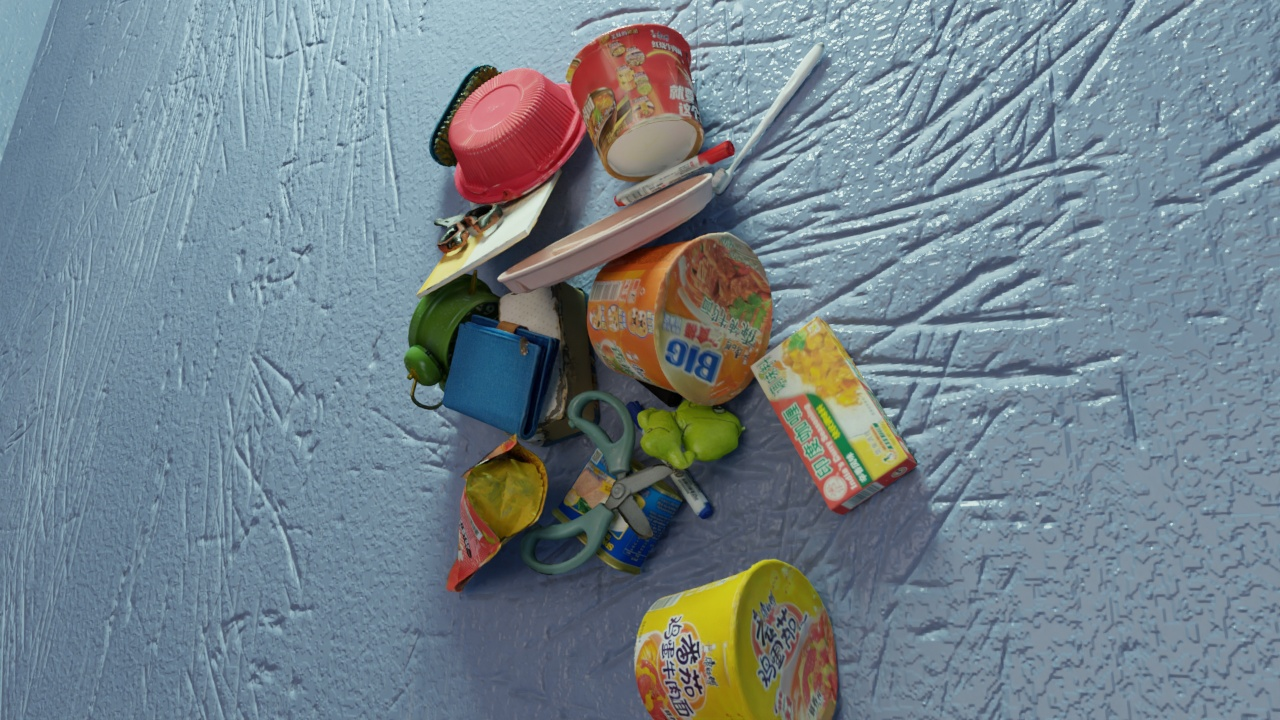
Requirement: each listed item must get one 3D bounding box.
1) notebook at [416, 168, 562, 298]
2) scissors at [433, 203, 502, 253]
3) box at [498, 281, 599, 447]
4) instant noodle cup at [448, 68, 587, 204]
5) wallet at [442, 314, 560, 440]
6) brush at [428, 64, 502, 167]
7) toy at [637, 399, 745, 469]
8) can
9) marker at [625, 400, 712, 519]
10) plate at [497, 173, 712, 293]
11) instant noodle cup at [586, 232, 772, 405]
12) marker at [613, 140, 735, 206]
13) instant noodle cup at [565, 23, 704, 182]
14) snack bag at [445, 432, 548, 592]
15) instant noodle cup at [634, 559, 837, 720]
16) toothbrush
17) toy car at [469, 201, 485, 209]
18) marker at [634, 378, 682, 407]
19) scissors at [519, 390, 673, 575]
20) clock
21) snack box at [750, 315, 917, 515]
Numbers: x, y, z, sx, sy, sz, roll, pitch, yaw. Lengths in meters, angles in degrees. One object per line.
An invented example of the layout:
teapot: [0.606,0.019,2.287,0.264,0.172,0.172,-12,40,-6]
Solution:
notebook: [-0.163,-0.146,1.020,0.146,0.010,0.205,-27,24,20]
scissors: [-0.225,-0.154,1.088,0.210,0.015,0.181,-18,29,37]
box: [-0.099,-0.006,0.967,0.090,0.063,0.184,-19,60,29]
instant noodle cup: [-0.156,-0.277,1.084,0.194,0.066,0.193,-19,48,22]
wallet: [-0.143,0.013,0.927,0.133,0.040,0.106,16,92,41]
brush: [-0.228,-0.318,1.190,0.144,0.055,0.073,-60,33,2]
toy: [0.046,0.064,0.816,0.096,0.100,0.031,-97,20,-51]
can: [-0.021,0.136,0.856,0.102,0.057,0.083,34,92,40]
marker: [0.025,0.092,0.864,0.017,0.017,0.145,-46,52,13]
plate: [-0.031,-0.120,0.889,0.230,0.228,0.028,-19,103,30]
instant noodle cup: [0.031,-0.041,0.835,0.112,0.151,0.151,8,77,47]
marker: [0.033,-0.192,0.951,0.146,0.017,0.017,-19,62,33]
instant noodle cup: [0.002,-0.260,0.951,0.138,0.137,0.108,-27,66,26]
snack bag: [-0.154,0.149,0.897,0.208,0.073,0.128,135,142,-60]
instant noodle cup: [0.070,0.231,0.708,0.110,0.138,0.137,-22,60,37]
toothbrush: [0.127,-0.244,0.921,0.180,0.016,0.016,-53,52,7]
toy car: [-0.199,-0.228,1.147,0.049,0.031,0.105,-32,55,21]
marker: [-0.005,0.005,0.918,0.132,0.020,0.022,38,135,40]
scissors: [-0.053,0.114,0.841,0.170,0.019,0.174,-38,53,13]
clock: [-0.203,-0.018,1.015,0.056,0.116,0.161,29,88,30]
snack box: [0.160,0.044,0.776,0.077,0.027,0.155,-39,53,19]
